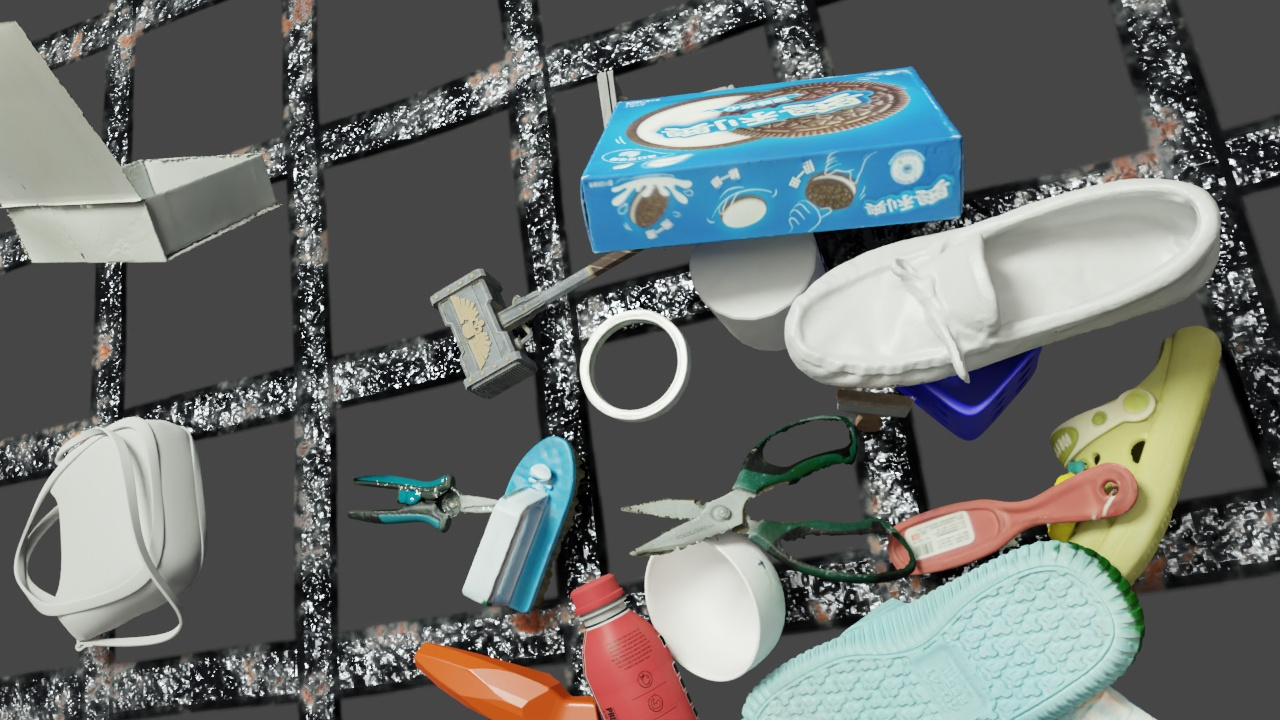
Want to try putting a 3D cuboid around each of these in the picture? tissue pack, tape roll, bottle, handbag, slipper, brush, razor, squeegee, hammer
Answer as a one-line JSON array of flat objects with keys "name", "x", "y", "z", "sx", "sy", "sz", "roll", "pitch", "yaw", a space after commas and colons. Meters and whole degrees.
[{"name": "tissue pack", "x": 0.296, "y": 0.257, "z": 0.552, "sx": 0.144, "sy": 0.061, "sz": 0.093, "roll": 33, "pitch": 88, "yaw": 23}, {"name": "tape roll", "x": -0.004, "y": 0.004, "z": 0.750, "sx": 0.093, "sy": 0.013, "sz": 0.093, "roll": -5, "pitch": 75, "yaw": 19}, {"name": "bottle", "x": 0.001, "y": 0.237, "z": 0.643, "sx": 0.062, "sy": 0.062, "sz": 0.176, "roll": -27, "pitch": 82, "yaw": 12}, {"name": "handbag", "x": -0.510, "y": 0.171, "z": 0.849, "sx": 0.223, "sy": 0.095, "sz": 0.215, "roll": -25, "pitch": 67, "yaw": 18}, {"name": "slipper", "x": 0.204, "y": -0.042, "z": 0.536, "sx": 0.247, "sy": 0.074, "sz": 0.112, "roll": -15, "pitch": 56, "yaw": 18}, {"name": "brush", "x": 0.237, "y": 0.104, "z": 0.588, "sx": 0.173, "sy": 0.030, "sz": 0.041, "roll": -31, "pitch": 57, "yaw": 43}, {"name": "razor", "x": 0.025, "y": -0.213, "z": 0.783, "sx": 0.116, "sy": 0.047, "sz": 0.088, "roll": -11, "pitch": 73, "yaw": 9}, {"name": "squeegee", "x": -0.087, "y": 0.255, "z": 0.692, "sx": 0.185, "sy": 0.055, "sz": 0.249, "roll": 17, "pitch": 83, "yaw": 15}, {"name": "slipper", "x": 0.189, "y": 0.207, "z": 0.593, "sx": 0.277, "sy": 0.069, "sz": 0.116, "roll": -40, "pitch": 64, "yaw": 24}, {"name": "hammer", "x": -0.018, "y": -0.087, "z": 0.766, "sx": 0.322, "sy": 0.044, "sz": 0.098, "roll": -29, "pitch": 69, "yaw": 8}, {"name": "brush", "x": -0.088, "y": 0.123, "z": 0.716, "sx": 0.055, "sy": 0.075, "sz": 0.135, "roll": 18, "pitch": 84, "yaw": 22}, {"name": "brush", "x": 0.153, "y": 0.036, "z": 0.614, "sx": 0.045, "sy": 0.143, "sz": 0.008, "roll": 6, "pitch": 80, "yaw": 12}, {"name": "slipper", "x": 0.305, "y": 0.059, "z": 0.586, "sx": 0.082, "sy": 0.091, "sz": 0.190, "roll": 22, "pitch": 81, "yaw": 26}]

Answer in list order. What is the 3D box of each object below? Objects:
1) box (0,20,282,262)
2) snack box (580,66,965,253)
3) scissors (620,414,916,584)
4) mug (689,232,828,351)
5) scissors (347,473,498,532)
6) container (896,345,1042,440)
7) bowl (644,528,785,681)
[{"name": "box", "x": -0.519, "y": -0.174, "z": 0.714, "sx": 0.167, "sy": 0.506, "sz": 0.148, "roll": 1, "pitch": 81, "yaw": 19}, {"name": "snack box", "x": 0.088, "y": -0.147, "z": 0.651, "sx": 0.239, "sy": 0.195, "sz": 0.056, "roll": -4, "pitch": 119, "yaw": 9}, {"name": "scissors", "x": 0.092, "y": 0.116, "z": 0.618, "sx": 0.209, "sy": 0.015, "sz": 0.154, "roll": -21, "pitch": 57, "yaw": -22}, {"name": "mug", "x": 0.082, "y": -0.071, "z": 0.696, "sx": 0.121, "sy": 0.090, "sz": 0.091, "roll": 42, "pitch": 92, "yaw": 24}, {"name": "scissors", "x": -0.188, "y": 0.115, "z": 0.785, "sx": 0.129, "sy": 0.019, "sz": 0.139, "roll": -44, "pitch": 69, "yaw": 4}, {"name": "container", "x": 0.216, "y": -0.006, "z": 0.618, "sx": 0.085, "sy": 0.113, "sz": 0.084, "roll": 42, "pitch": 92, "yaw": 24}, {"name": "bowl", "x": 0.058, "y": 0.167, "z": 0.652, "sx": 0.105, "sy": 0.054, "sz": 0.105, "roll": 12, "pitch": 108, "yaw": 42}]
